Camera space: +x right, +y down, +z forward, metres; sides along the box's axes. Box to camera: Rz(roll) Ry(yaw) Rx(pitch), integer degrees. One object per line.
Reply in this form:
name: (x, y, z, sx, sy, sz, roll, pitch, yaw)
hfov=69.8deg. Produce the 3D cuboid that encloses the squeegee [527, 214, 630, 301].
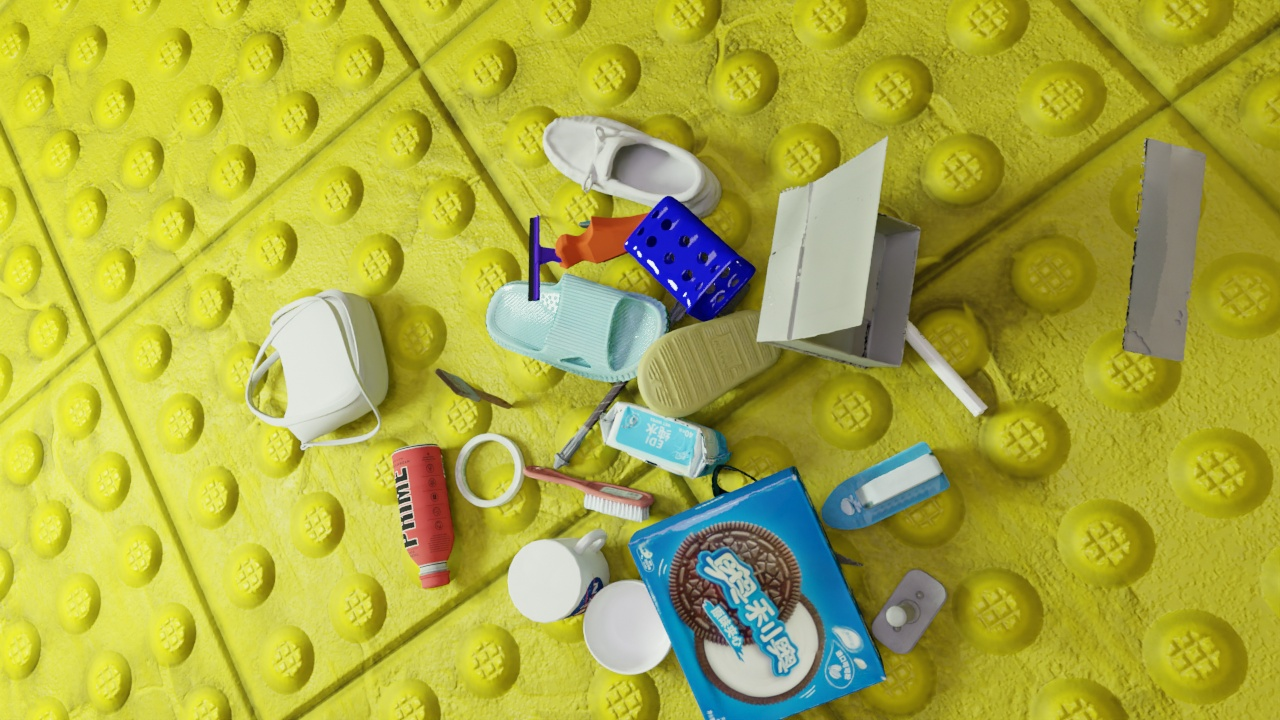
squeegee: (-0.042, -0.145, 1.091, 0.185, 0.249, 0.055, -21, 120, 6)

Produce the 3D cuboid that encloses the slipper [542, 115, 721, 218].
slipper: (-0.019, -0.244, 1.140, 0.247, 0.075, 0.112, 26, 75, 22)

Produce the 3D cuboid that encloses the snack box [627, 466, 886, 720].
snack box: (0.124, 0.259, 0.977, 0.196, 0.056, 0.239, -24, 89, 8)

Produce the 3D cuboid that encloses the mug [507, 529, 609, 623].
mug: (-0.084, 0.243, 1.069, 0.091, 0.090, 0.121, 42, 96, 20)

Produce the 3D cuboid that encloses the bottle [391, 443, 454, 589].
bottle: (-0.270, 0.197, 1.155, 0.062, 0.062, 0.176, -15, 77, 16)

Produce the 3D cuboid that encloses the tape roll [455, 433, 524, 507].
tape roll: (-0.191, 0.139, 1.162, 0.093, 0.013, 0.093, -3, 80, 18)

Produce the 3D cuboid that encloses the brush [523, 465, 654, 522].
brush: (-0.065, 0.160, 1.106, 0.172, 0.040, 0.030, 12, 102, 21)

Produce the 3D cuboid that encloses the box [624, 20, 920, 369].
box: (0.149, -0.110, 0.827, 0.149, 0.505, 0.166, 7, 84, 24)

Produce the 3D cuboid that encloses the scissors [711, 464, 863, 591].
scissors: (0.140, 0.218, 1.026, 0.209, 0.015, 0.155, 37, 115, 6)

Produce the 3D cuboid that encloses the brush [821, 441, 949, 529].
brush: (0.255, 0.140, 0.978, 0.136, 0.075, 0.055, -29, 73, 12)

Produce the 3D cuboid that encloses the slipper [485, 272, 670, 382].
slipper: (-0.093, -0.045, 1.106, 0.277, 0.069, 0.116, 13, 90, 32)

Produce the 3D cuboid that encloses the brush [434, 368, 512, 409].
brush: (-0.193, 0.041, 1.109, 0.045, 0.143, 0.008, 41, 94, 28)

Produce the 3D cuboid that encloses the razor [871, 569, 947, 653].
razor: (0.268, 0.257, 0.933, 0.047, 0.116, 0.088, 35, 93, 25)

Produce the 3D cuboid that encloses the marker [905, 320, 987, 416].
marker: (0.328, 0.006, 1.003, 0.017, 0.020, 0.133, -44, 71, 18)

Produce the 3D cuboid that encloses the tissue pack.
tissue pack: (0.030, 0.093, 1.053, 0.144, 0.092, 0.061, 18, 90, 21)

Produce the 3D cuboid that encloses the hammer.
hammer: (-0.006, 0.006, 1.109, 0.098, 0.044, 0.322, 41, 98, 20)

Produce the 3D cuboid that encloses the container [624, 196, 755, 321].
container: (0.054, -0.115, 1.032, 0.085, 0.084, 0.113, -48, 69, 10)

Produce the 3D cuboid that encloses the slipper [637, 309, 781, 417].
slipper: (0.072, 0.000, 1.047, 0.190, 0.082, 0.091, -24, 92, -25)

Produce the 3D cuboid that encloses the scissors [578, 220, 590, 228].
scissors: (-0.016, -0.150, 1.145, 0.139, 0.019, 0.129, -40, 66, 5)

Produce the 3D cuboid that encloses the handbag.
handbag: (-0.450, 0.024, 1.230, 0.223, 0.095, 0.215, -24, 72, 19)

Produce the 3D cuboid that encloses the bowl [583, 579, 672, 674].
bowl: (-0.009, 0.302, 1.052, 0.105, 0.054, 0.105, -2, 83, 13)
